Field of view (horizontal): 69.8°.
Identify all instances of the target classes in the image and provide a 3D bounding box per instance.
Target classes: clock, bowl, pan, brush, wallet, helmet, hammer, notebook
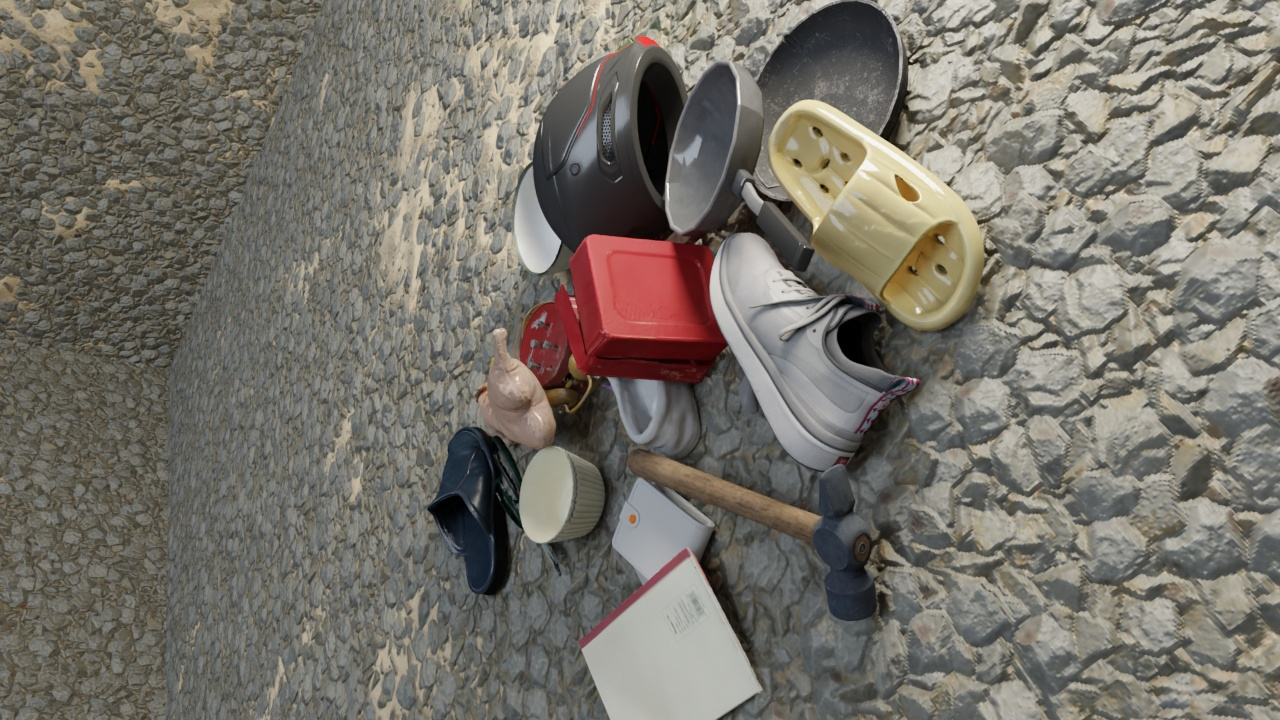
[{"bbox_3d":[-0.100,-0.004,1.154,0.117,0.081,0.158,-51,43,29],"label":"clock"},{"bbox_3d":[-0.108,-0.189,1.220,0.154,0.072,0.153,7,99,56],"label":"bowl"},{"bbox_3d":[0.136,-0.209,0.950,0.358,0.040,0.207,-43,48,38],"label":"pan"},{"bbox_3d":[-0.181,0.004,1.316,0.039,0.012,0.151,9,86,54],"label":"brush"},{"bbox_3d":[0.017,0.198,0.974,0.118,0.037,0.115,33,105,48],"label":"wallet"},{"bbox_3d":[0.095,-0.166,0.858,0.356,0.041,0.179,-112,37,-57],"label":"pan"},{"bbox_3d":[-0.041,-0.227,1.070,0.170,0.163,0.265,-1,98,33],"label":"helmet"},{"bbox_3d":[0.085,0.127,0.858,0.322,0.040,0.129,13,120,55],"label":"hammer"},{"bbox_3d":[-0.089,0.164,1.101,0.116,0.062,0.115,-22,62,48],"label":"bowl"},{"bbox_3d":[0.021,0.305,0.926,0.209,0.012,0.153,-48,57,34],"label":"notebook"}]

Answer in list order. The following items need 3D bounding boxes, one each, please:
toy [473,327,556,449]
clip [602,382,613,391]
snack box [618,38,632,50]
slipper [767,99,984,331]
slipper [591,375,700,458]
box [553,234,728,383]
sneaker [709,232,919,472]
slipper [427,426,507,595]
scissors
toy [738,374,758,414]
[{"bbox_3d":[-0.173,0.040,1.167,0.264,0.065,0.196,16,128,66],"label":"toy"},{"bbox_3d":[-0.029,0.023,1.111,0.052,0.014,0.042,-6,71,55],"label":"clip"},{"bbox_3d":[-0.010,-0.344,1.182,0.080,0.025,0.147,-43,46,19],"label":"snack box"},{"bbox_3d":[0.185,-0.137,0.790,0.261,0.079,0.112,55,127,31],"label":"slipper"},{"bbox_3d":[-0.006,0.006,1.047,0.112,0.074,0.246,-38,47,19],"label":"slipper"},{"bbox_3d":[0.006,-0.053,0.958,0.113,0.157,0.134,-55,43,41],"label":"box"},{"bbox_3d":[0.151,-0.036,0.831,0.129,0.096,0.262,-45,50,32],"label":"sneaker"},{"bbox_3d":[-0.253,0.200,1.288,0.109,0.083,0.265,-48,43,35],"label":"slipper"},{"bbox_3d":[-0.147,0.180,1.164,0.210,0.015,0.142,40,141,46],"label":"scissors"},{"bbox_3d":[0.113,-0.004,0.917,0.049,0.030,0.111,-38,42,40],"label":"toy"}]
